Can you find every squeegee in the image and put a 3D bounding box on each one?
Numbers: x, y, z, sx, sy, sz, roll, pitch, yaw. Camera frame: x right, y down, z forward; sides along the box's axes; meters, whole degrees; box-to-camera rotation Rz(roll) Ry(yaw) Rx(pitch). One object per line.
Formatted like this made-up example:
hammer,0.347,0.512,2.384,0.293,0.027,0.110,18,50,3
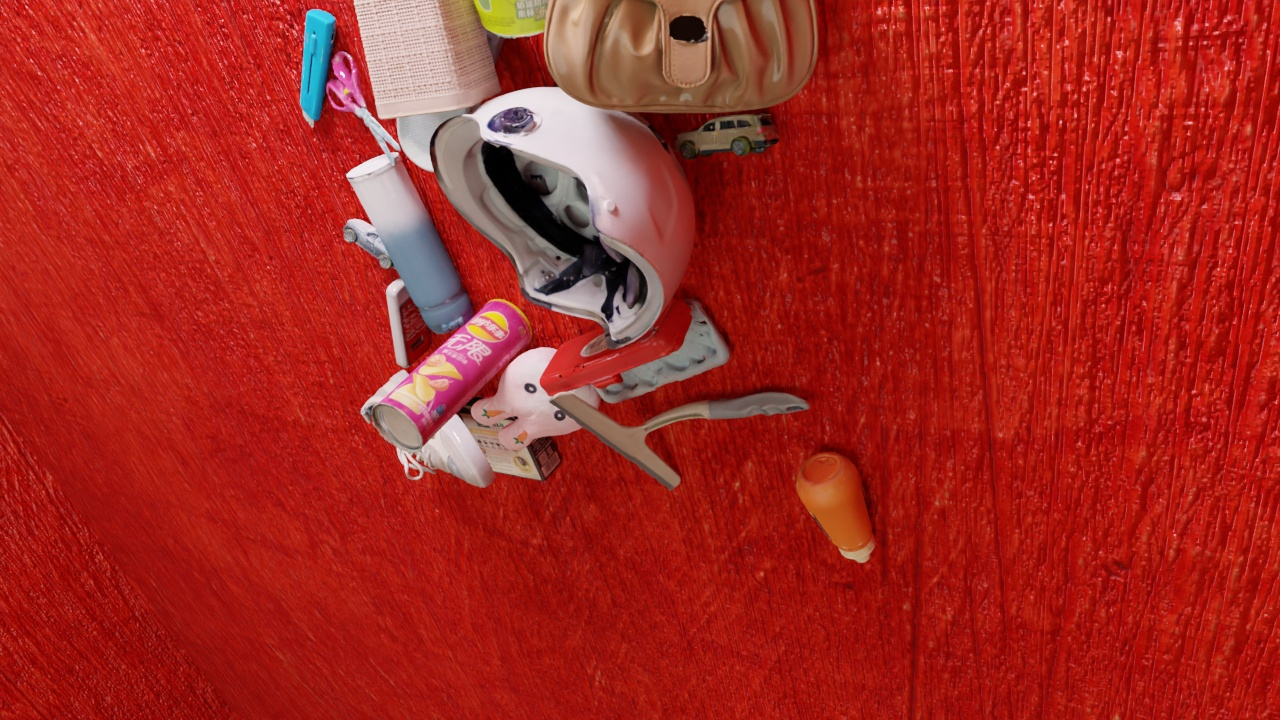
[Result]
squeegee,0.071,0.060,1.005,0.247,0.039,0.246,-15,142,32

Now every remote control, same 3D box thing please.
remote control,-0.295,-0.052,1.174,0.020,0.055,0.136,25,136,19

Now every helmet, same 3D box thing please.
helmet,-0.052,-0.153,0.831,0.259,0.145,0.229,34,155,27

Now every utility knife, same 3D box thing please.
utility knife,-0.360,-0.320,1.015,0.034,0.018,0.160,37,140,2

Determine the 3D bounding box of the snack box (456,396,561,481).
snack box,-0.180,0.098,1.223,0.113,0.053,0.126,5,127,34

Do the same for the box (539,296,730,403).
box,-0.004,0.006,0.992,0.202,0.095,0.101,-21,122,43

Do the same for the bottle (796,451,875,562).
bottle,0.218,0.166,0.987,0.067,0.066,0.149,-1,132,37

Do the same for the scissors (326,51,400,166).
scissors,-0.305,-0.264,1.004,0.084,0.017,0.137,-28,91,46

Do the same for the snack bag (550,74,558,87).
snack bag,-0.044,-0.262,0.826,0.104,0.026,0.048,-20,101,44

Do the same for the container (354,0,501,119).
container,-0.185,-0.275,0.788,0.090,0.089,0.111,-2,116,17

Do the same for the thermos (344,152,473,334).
thermos,-0.264,-0.131,1.076,0.070,0.070,0.220,2,127,36

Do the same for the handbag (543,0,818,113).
handbag,0.031,-0.257,0.676,0.204,0.099,0.148,-1,119,-2

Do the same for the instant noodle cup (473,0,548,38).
instant noodle cup,-0.105,-0.338,0.750,0.112,0.111,0.124,18,142,24

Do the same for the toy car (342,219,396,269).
toy car,-0.321,-0.144,1.124,0.090,0.042,0.034,35,112,2

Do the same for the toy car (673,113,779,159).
toy car,0.072,-0.192,0.790,0.091,0.042,0.035,0,103,30

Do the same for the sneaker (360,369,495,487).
sneaker,-0.291,0.103,1.222,0.242,0.090,0.090,35,154,36

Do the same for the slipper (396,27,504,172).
slipper,-0.204,-0.278,0.895,0.104,0.074,0.246,36,140,6

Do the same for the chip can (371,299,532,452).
chip can,-0.212,0.013,1.052,0.071,0.209,0.071,20,135,22

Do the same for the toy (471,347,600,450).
toy,-0.127,0.052,1.110,0.160,0.054,0.121,-36,114,25
